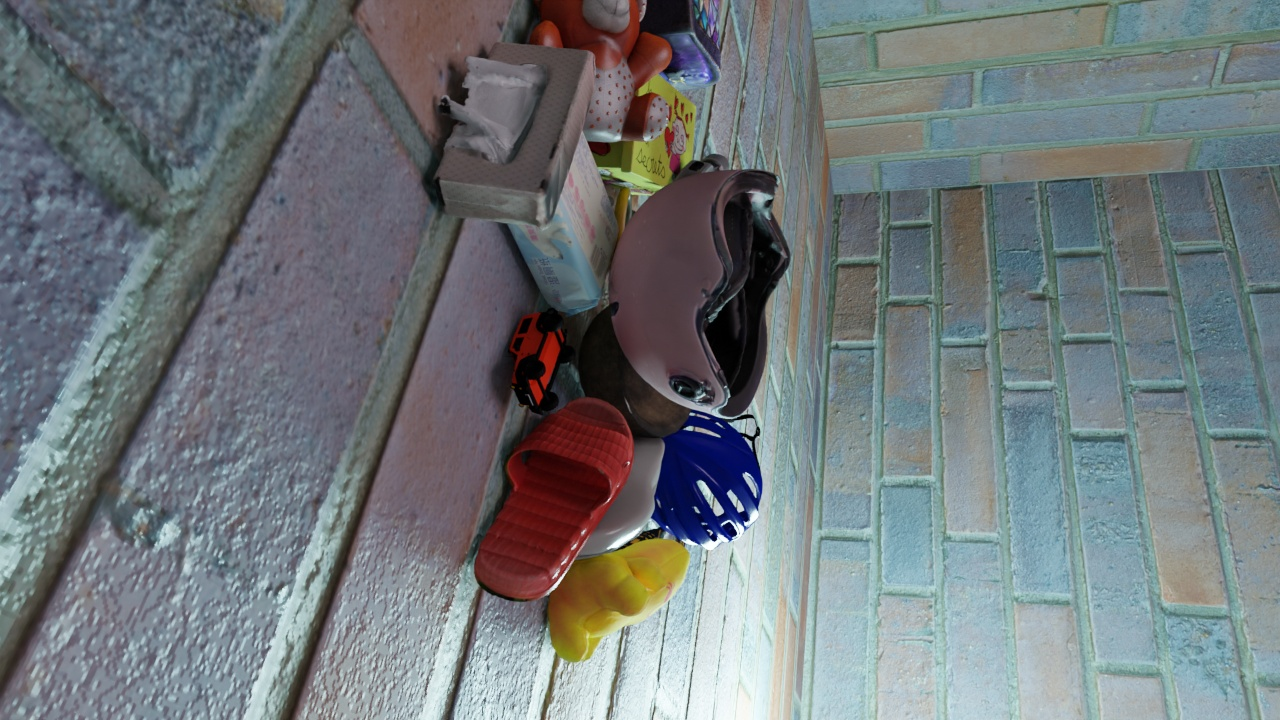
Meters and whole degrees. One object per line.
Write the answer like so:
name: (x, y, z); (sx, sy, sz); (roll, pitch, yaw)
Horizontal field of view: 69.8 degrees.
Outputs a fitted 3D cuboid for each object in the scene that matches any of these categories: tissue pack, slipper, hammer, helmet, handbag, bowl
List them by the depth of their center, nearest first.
tissue pack: (-0.103, -0.193, 0.740); (0.071, 0.104, 0.181); (90, 11, -57)
slipper: (-0.071, 0.104, 0.818); (0.248, 0.103, 0.059); (-63, 162, -51)
tissue pack: (-0.079, -0.142, 0.856); (0.182, 0.070, 0.111); (67, 28, -46)
helmet: (0.055, -0.062, 0.917); (0.256, 0.153, 0.229); (70, 33, -47)
slipper: (-0.039, 0.150, 0.938); (0.265, 0.113, 0.081); (-57, 154, -69)
bowl: (-0.006, 0.006, 1.022); (0.162, 0.070, 0.162); (9, 79, -54)
handbag: (0.032, -0.448, 1.122); (0.221, 0.126, 0.205); (-13, 102, -73)
helmet: (0.079, 0.120, 1.162); (0.227, 0.148, 0.242); (-76, 149, -44)
hammer: (0.051, -0.094, 1.173); (0.169, 0.034, 0.325); (-47, 149, -52)
hammer: (0.021, 0.237, 1.221); (0.320, 0.036, 0.123); (-4, 94, -75)

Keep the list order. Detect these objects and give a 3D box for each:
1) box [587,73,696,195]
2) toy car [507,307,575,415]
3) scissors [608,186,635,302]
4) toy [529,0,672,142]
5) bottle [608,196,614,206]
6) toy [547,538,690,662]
box: (-0.003, -0.261, 1.064); (0.220, 0.082, 0.124); (-1, 97, -74)
toy car: (-0.094, -0.001, 0.832); (0.051, 0.049, 0.100); (73, 24, -44)
scissors: (-0.027, -0.087, 1.095); (0.134, 0.016, 0.228); (22, 75, -82)
toy: (-0.044, -0.306, 0.900); (0.163, 0.093, 0.172); (-1, 91, -31)
bottle: (-0.051, -0.164, 1.003); (0.112, 0.030, 0.030); (-50, 136, -64)
toy: (-0.030, 0.245, 0.970); (0.087, 0.135, 0.193); (48, 15, 17)
